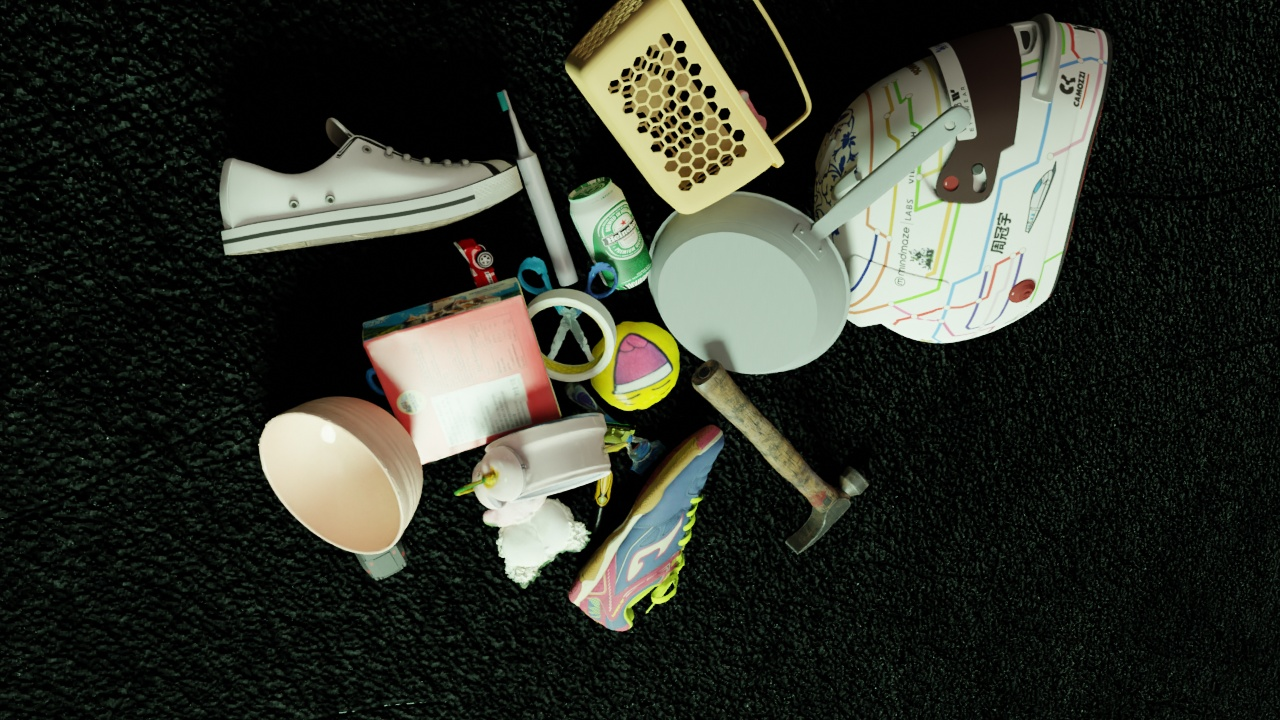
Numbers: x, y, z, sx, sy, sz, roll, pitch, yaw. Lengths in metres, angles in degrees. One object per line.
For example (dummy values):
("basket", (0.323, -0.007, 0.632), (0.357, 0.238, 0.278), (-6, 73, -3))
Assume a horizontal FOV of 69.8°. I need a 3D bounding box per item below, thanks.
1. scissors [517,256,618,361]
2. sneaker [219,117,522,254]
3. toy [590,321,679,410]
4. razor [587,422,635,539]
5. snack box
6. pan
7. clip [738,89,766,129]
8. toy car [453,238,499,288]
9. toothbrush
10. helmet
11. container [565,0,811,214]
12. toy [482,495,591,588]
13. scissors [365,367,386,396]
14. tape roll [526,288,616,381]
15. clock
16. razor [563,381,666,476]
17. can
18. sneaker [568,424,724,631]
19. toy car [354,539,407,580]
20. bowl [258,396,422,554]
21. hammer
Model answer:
("scissors", (-0.060, -0.047, 0.876), (0.119, 0.014, 0.129), (-17, 112, 19))
("sneaker", (-0.223, -0.153, 0.761), (0.245, 0.091, 0.097), (-12, 97, -18))
("toy", (-0.005, 0.005, 0.928), (0.095, 0.041, 0.094), (-21, 110, -8))
("razor", (-0.037, 0.128, 0.958), (0.044, 0.021, 0.144), (7, 116, -7))
("snack box", (-0.160, 0.012, 0.835), (0.145, 0.040, 0.143), (-17, 125, -6))
("pan", (0.145, -0.102, 0.828), (0.201, 0.050, 0.358), (43, 131, -10))
("clip", (0.098, -0.246, 0.901), (0.023, 0.045, 0.060), (-46, 152, 0))
("toy car", (-0.139, -0.071, 0.844), (0.025, 0.038, 0.089), (-27, 116, -10))
("toothbrush", (-0.095, -0.156, 0.846), (0.019, 0.018, 0.188), (-25, 116, -16))
("helmet", (0.289, -0.173, 0.886), (0.236, 0.230, 0.315), (8, 109, 5))
("container", (0.048, -0.247, 0.812), (0.167, 0.129, 0.183), (-39, 117, 4))
("toy", (-0.113, 0.165, 0.938), (0.095, 0.041, 0.109), (-32, 104, -11))
("scissors", (-0.193, 0.005, 0.864), (0.125, 0.013, 0.130), (3, 111, -24))
("tape roll", (-0.070, -0.023, 0.875), (0.094, 0.019, 0.094), (4, 123, 6))
("clock", (-0.100, 0.098, 0.867), (0.157, 0.117, 0.058), (-13, 78, -23))
("razor", (-0.029, 0.069, 0.952), (0.044, 0.018, 0.141), (-47, 119, -2))
("can", (-0.028, -0.118, 0.868), (0.053, 0.053, 0.101), (-31, 118, -11))
("sneaker", (0.027, 0.180, 0.975), (0.091, 0.116, 0.242), (37, 95, -1))
("toy car", (-0.255, 0.173, 0.879), (0.042, 0.036, 0.092), (-27, 116, -13))
("bowl", (-0.251, 0.090, 0.811), (0.075, 0.153, 0.153), (-52, 131, -50))
("hammer", (0.142, 0.103, 0.989), (0.120, 0.033, 0.330), (-48, 133, -2))
